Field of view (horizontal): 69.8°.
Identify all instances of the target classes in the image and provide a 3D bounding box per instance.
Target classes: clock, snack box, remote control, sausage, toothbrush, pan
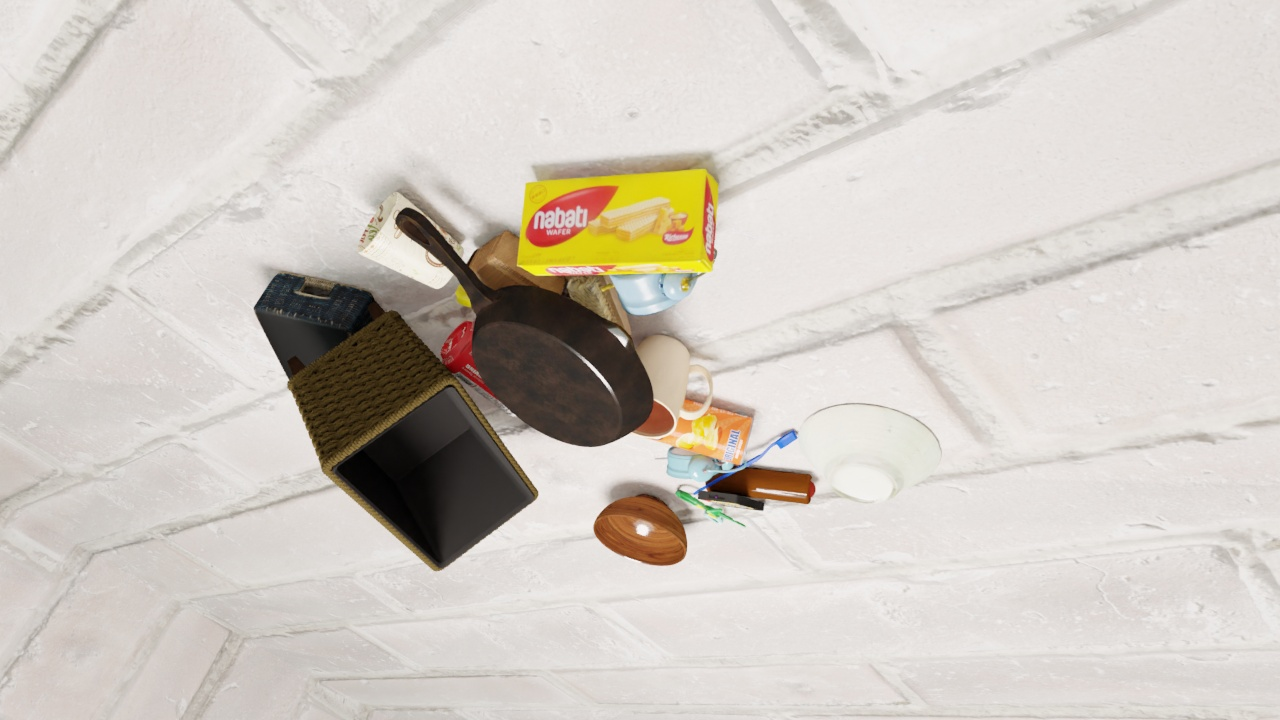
[{"bbox_3d":[0.085,0.137,1.217,0.123,0.087,0.042,5,105,41],"label":"clock"},{"bbox_3d":[-0.024,-0.135,0.912,0.201,0.092,0.042,1,171,24],"label":"snack box"},{"bbox_3d":[0.128,0.196,1.278,0.058,0.013,0.133,3,169,26],"label":"remote control"},{"bbox_3d":[0.163,0.169,1.261,0.156,0.040,0.040,4,141,21],"label":"sausage"},{"bbox_3d":[0.137,0.142,1.224,0.187,0.016,0.011,-38,87,35],"label":"toothbrush"},{"bbox_3d":[-0.140,-0.027,1.013,0.356,0.043,0.249,45,144,-16],"label":"pan"},{"bbox_3d":[0.023,-0.094,0.951,0.125,0.088,0.052,-3,131,32],"label":"clock"}]

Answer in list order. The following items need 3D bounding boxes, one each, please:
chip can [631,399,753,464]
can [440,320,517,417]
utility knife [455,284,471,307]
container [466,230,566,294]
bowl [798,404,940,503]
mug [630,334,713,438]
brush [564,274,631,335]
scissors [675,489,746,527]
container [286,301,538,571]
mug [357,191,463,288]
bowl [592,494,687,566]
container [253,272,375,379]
[{"bbox_3d":[0.036,0.076,1.179,0.210,0.062,0.062,16,143,6],"label":"chip can"},{"bbox_3d":[-0.187,0.013,1.193,0.142,0.074,0.075,40,139,-25],"label":"can"},{"bbox_3d":[-0.143,-0.061,1.117,0.171,0.028,0.020,16,148,6],"label":"utility knife"},{"bbox_3d":[-0.139,-0.094,1.051,0.114,0.063,0.061,34,134,-18],"label":"container"},{"bbox_3d":[0.279,0.131,1.141,0.177,0.057,0.177,13,142,10],"label":"bowl"},{"bbox_3d":[0.031,0.030,1.089,0.111,0.104,0.085,11,143,10],"label":"mug"},{"bbox_3d":[-0.050,-0.062,1.064,0.049,0.039,0.117,1,141,22],"label":"brush"},{"bbox_3d":[0.108,0.224,1.343,0.129,0.012,0.119,21,163,38],"label":"scissors"},{"bbox_3d":[-0.299,0.094,1.190,0.205,0.176,0.321,47,168,34],"label":"container"},{"bbox_3d":[-0.269,-0.131,1.064,0.097,0.081,0.122,33,163,-29],"label":"mug"},{"bbox_3d":[0.007,0.248,1.405,0.147,0.068,0.147,13,144,10],"label":"bowl"},{"bbox_3d":[-0.427,-0.022,1.261,0.145,0.071,0.188,12,143,10],"label":"container"}]
